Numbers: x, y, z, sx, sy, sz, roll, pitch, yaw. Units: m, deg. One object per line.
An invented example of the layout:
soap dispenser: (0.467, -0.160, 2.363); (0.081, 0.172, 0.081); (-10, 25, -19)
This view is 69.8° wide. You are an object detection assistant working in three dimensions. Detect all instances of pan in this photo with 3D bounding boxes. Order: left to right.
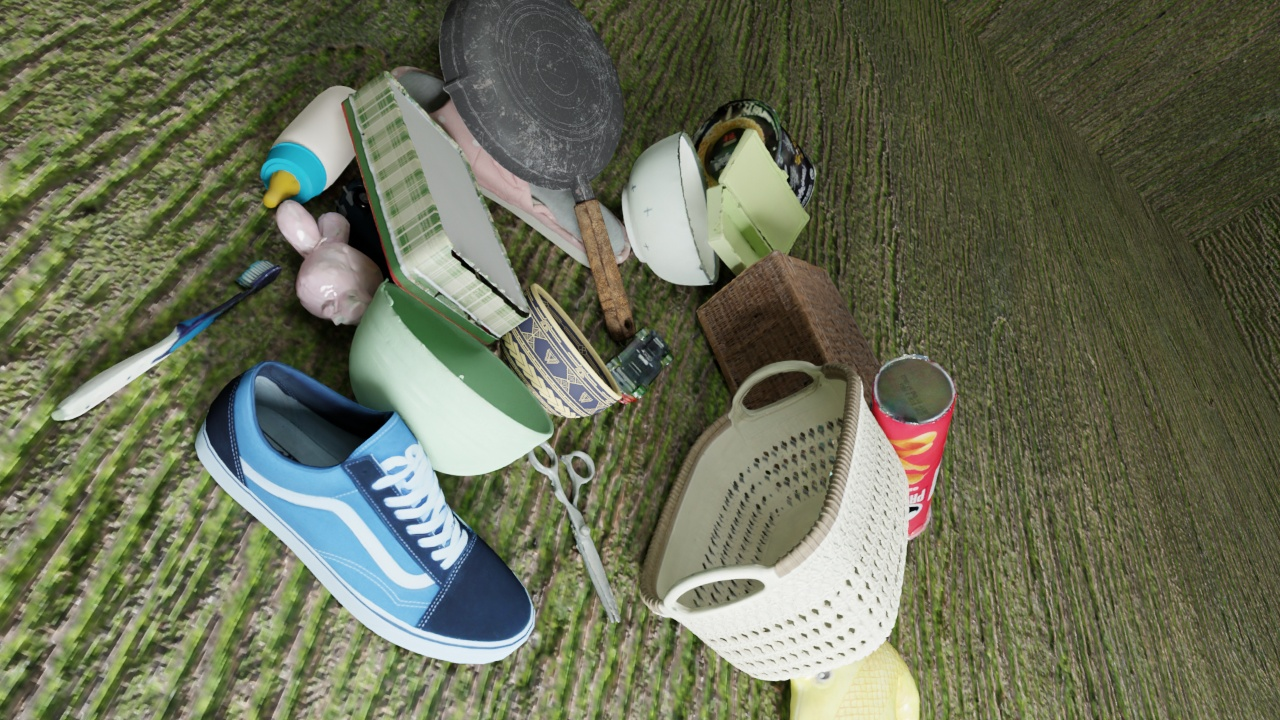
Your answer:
pan: (-0.062, -0.183, 0.835); (0.207, 0.040, 0.357); (-22, 93, -46)

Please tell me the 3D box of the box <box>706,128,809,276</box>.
box: (0.125, -0.143, 0.986); (0.187, 0.044, 0.141); (36, 69, -55)

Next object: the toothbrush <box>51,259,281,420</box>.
toothbrush: (-0.289, -0.019, 0.572); (0.017, 0.016, 0.188); (35, 38, -2)

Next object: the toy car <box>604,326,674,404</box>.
toy car: (-0.005, 0.005, 0.816); (0.042, 0.036, 0.091); (46, 37, -5)

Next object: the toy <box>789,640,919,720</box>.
toy: (0.167, 0.287, 0.728); (0.170, 0.065, 0.155); (-38, 100, -46)

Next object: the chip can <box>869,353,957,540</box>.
chip can: (0.242, 0.087, 0.846); (0.233, 0.073, 0.073); (74, 6, -55)

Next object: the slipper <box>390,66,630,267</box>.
slipper: (-0.113, -0.185, 0.858); (0.274, 0.055, 0.114); (35, 39, -19)

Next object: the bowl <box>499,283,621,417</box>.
bowl: (-0.073, 0.002, 0.721); (0.112, 0.061, 0.112); (52, 4, -5)

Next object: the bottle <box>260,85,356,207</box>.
bottle: (-0.251, -0.157, 0.699); (0.051, 0.051, 0.145); (35, 40, -18)

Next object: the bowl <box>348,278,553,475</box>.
bowl: (-0.137, 0.024, 0.616); (0.151, 0.077, 0.151); (42, 3, -3)

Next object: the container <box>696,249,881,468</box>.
container: (0.161, 0.001, 0.922); (0.112, 0.114, 0.198); (2, 58, -48)

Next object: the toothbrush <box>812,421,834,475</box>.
toothbrush: (0.179, 0.102, 0.856); (0.016, 0.016, 0.181); (-68, 146, -42)

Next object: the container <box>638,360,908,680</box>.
container: (0.114, 0.126, 0.723); (0.143, 0.185, 0.245); (49, 38, -18)

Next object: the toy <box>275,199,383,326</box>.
toy: (-0.220, -0.065, 0.655); (0.063, 0.047, 0.110); (2, 56, -53)

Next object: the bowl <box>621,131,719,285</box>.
bowl: (0.028, -0.146, 0.921); (0.153, 0.073, 0.153); (-10, 89, -76)

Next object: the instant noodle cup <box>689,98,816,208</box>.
instant noodle cup: (0.133, -0.222, 1.082); (0.112, 0.138, 0.137); (17, 47, -49)

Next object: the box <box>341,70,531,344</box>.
box: (-0.154, -0.114, 0.683); (0.117, 0.050, 0.205); (46, 16, -56)

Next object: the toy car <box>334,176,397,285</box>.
toy car: (-0.194, -0.087, 0.700); (0.034, 0.046, 0.112); (-23, 74, -49)

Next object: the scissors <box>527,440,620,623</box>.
scissors: (-0.055, 0.117, 0.689); (0.094, 0.014, 0.170); (25, 40, -31)

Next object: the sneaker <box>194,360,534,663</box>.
sneaker: (-0.149, 0.091, 0.547); (0.241, 0.099, 0.083); (41, 39, -11)
